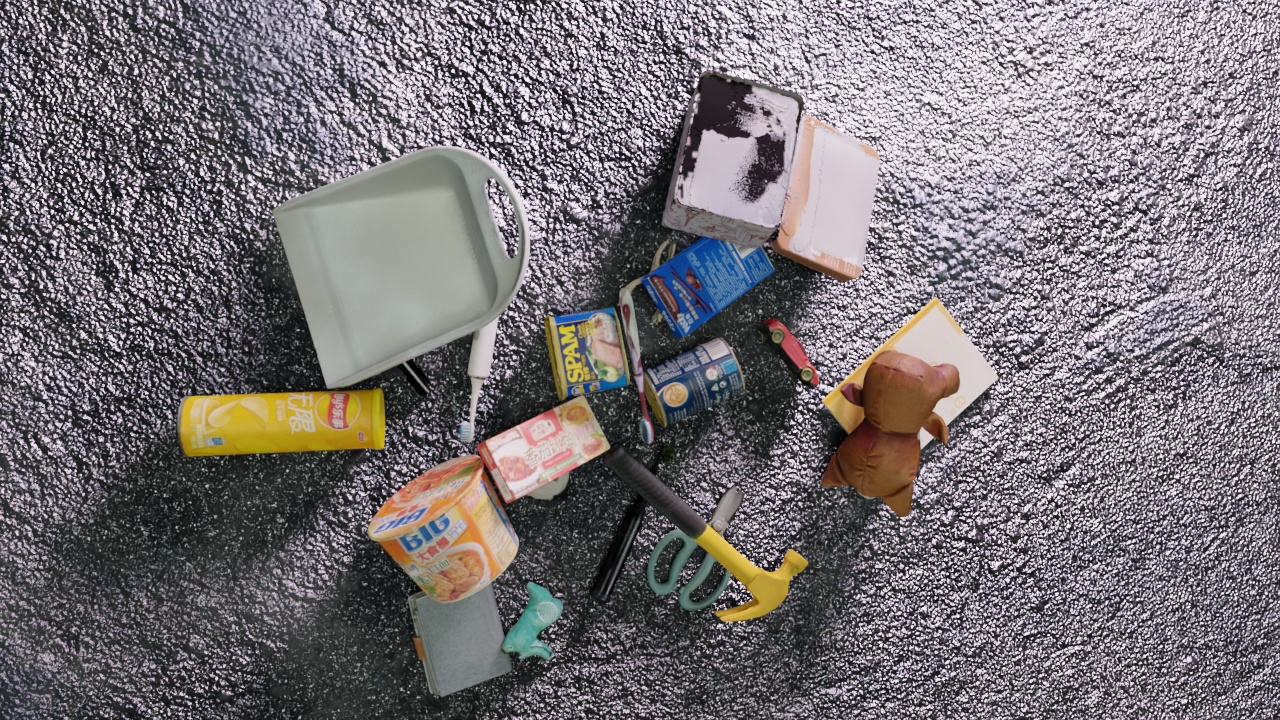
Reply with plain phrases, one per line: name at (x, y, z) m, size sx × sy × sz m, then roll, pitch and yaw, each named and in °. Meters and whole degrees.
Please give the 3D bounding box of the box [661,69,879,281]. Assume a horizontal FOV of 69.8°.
box at (0.170, -0.216, 1.093) m, size 0.261 × 0.103 × 0.178 m, roll 15°, pitch 77°, yaw -7°

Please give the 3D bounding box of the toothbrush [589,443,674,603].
toothbrush at (-0.009, 0.202, 1.149) m, size 0.027 × 0.026 × 0.212 m, roll 25°, pitch 90°, yaw -4°

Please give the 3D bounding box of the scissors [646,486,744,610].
scissors at (0.064, 0.227, 1.170) m, size 0.129 × 0.019 × 0.185 m, roll 13°, pitch 92°, yaw -12°

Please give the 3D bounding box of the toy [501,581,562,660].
toy at (-0.131, 0.330, 1.134) m, size 0.096 × 0.030 × 0.091 m, roll 45°, pitch 76°, yaw -31°

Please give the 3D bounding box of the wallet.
wallet at (-0.222, 0.332, 1.117) m, size 0.106 × 0.037 × 0.130 m, roll -15°, pitch 99°, yaw -20°

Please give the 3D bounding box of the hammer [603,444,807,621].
hammer at (0.071, 0.211, 1.141) m, size 0.300 × 0.033 × 0.128 m, roll 43°, pitch 83°, yaw -14°

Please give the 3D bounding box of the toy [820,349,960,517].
toy at (0.312, 0.087, 1.150) m, size 0.130 × 0.140 × 0.199 m, roll 11°, pitch 97°, yaw -53°

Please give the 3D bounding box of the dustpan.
dustpan at (-0.254, -0.115, 0.998) m, size 0.257 × 0.143 × 0.222 m, roll -18°, pitch 87°, yaw -12°

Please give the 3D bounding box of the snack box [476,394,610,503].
snack box at (-0.111, 0.101, 1.073) m, size 0.152 × 0.026 × 0.075 m, roll -25°, pitch 87°, yaw -41°

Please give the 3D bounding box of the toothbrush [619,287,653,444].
toothbrush at (-0.006, 0.006, 1.081) m, size 0.016 × 0.017 × 0.187 m, roll -10°, pitch 87°, yaw 22°

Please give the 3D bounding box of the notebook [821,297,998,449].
notebook at (0.356, 0.038, 1.208) m, size 0.206 × 0.010 × 0.146 m, roll -41°, pitch 101°, yaw -4°

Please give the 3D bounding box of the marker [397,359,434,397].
marker at (-0.291, -0.012, 1.078) m, size 0.022 × 0.020 × 0.132 m, roll -32°, pitch 103°, yaw 23°

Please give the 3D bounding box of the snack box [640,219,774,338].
snack box at (0.083, -0.104, 1.115) m, size 0.156 × 0.026 × 0.084 m, roll -36°, pitch 101°, yaw -22°

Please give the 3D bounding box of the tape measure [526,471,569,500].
tape measure at (-0.118, 0.136, 1.118) m, size 0.066 × 0.033 × 0.066 m, roll 3°, pitch 94°, yaw -11°

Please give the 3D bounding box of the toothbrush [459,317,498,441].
toothbrush at (-0.189, -0.011, 1.093) m, size 0.026 × 0.027 × 0.221 m, roll 8°, pitch 95°, yaw -25°

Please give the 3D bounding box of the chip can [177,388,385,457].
chip can at (-0.400, 0.069, 1.038) m, size 0.213 × 0.072 × 0.072 m, roll -1°, pitch 96°, yaw -10°

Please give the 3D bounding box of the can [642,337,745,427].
can at (0.064, 0.025, 1.119) m, size 0.111 × 0.075 × 0.075 m, roll -23°, pitch 99°, yaw -8°

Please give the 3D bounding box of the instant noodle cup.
instant noodle cup at (-0.218, 0.197, 1.054) m, size 0.151 × 0.151 × 0.111 m, roll -31°, pitch 108°, yaw -6°

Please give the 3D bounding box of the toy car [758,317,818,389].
toy car at (0.190, -0.009, 1.153) m, size 0.031 × 0.049 × 0.106 m, roll -38°, pitch 100°, yaw -4°

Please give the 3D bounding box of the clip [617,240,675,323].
clip at (0.005, -0.096, 1.117) m, size 0.096 × 0.035 × 0.101 m, roll -2°, pitch 92°, yaw -12°

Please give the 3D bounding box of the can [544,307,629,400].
can at (-0.064, -0.010, 1.096) m, size 0.083 × 0.057 × 0.102 m, roll -10°, pitch 88°, yaw -12°
